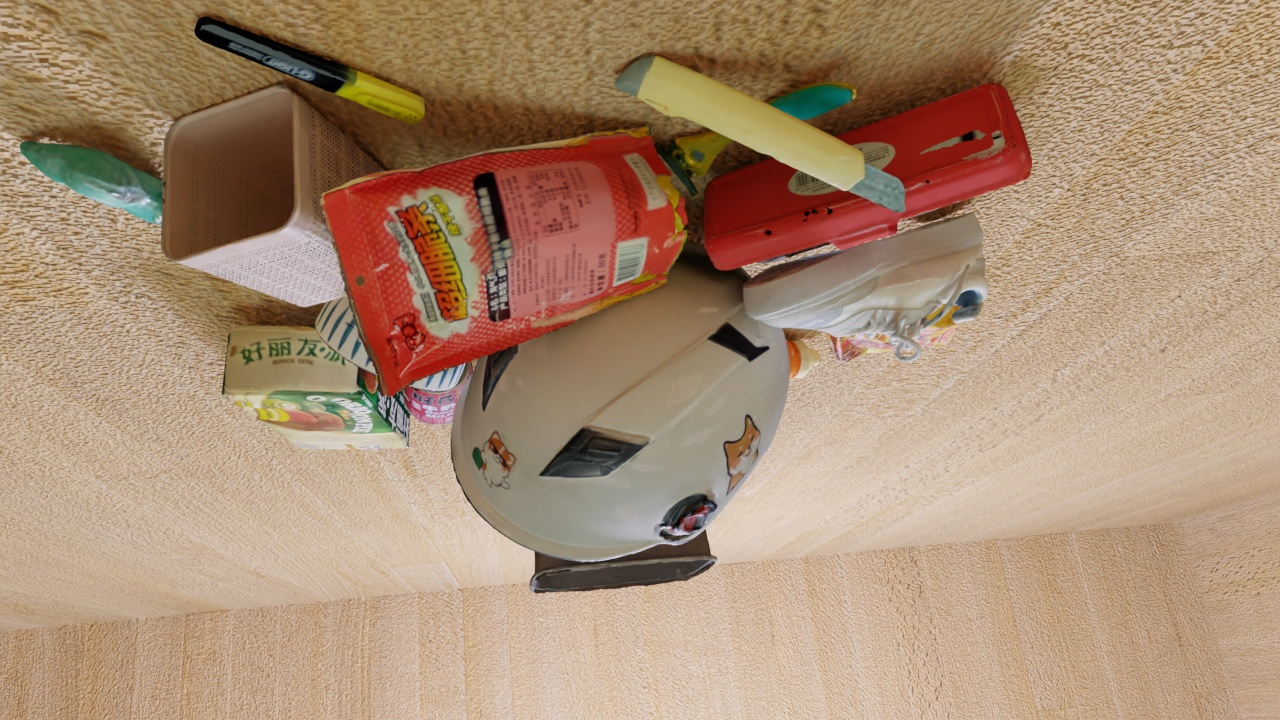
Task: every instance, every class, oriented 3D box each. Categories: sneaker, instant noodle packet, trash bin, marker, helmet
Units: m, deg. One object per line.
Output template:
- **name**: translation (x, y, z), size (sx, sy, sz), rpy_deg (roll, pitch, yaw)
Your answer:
- **sneaker**: translation (0.171, -0.043, 0.668), size (0.241, 0.091, 0.090), rpy_deg (-17, -176, -36)
- **instant noodle packet**: translation (0.250, -0.034, 0.902), size (0.128, 0.044, 0.111), rpy_deg (-9, 164, 6)
- **trash bin**: translation (-0.035, 0.141, 1.040), size (0.198, 0.219, 0.199), rpy_deg (-4, 161, -10)
- **marker**: translation (-0.171, -0.152, 0.488), size (0.124, 0.015, 0.018), rpy_deg (13, 150, -39)
- **helmet**: translation (-0.004, 0.004, 0.671), size (0.273, 0.230, 0.157), rpy_deg (-29, 152, -31)

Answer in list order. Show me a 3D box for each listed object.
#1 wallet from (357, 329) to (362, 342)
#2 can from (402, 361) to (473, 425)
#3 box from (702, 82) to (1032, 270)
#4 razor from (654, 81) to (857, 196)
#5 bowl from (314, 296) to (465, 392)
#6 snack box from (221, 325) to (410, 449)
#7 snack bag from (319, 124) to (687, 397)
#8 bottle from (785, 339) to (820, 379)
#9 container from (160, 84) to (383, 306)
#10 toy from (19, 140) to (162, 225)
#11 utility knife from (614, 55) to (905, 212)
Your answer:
- **wallet**: translation (-0.125, -0.063, 0.614), size (0.130, 0.106, 0.037), rpy_deg (-7, 157, 3)
- **can**: translation (-0.194, 0.018, 0.874), size (0.066, 0.066, 0.094), rpy_deg (-2, 160, -13)
- **box**: translation (0.148, -0.099, 0.599), size (0.201, 0.094, 0.100), rpy_deg (-16, 139, 23)
- **razor**: translation (0.072, -0.143, 0.566), size (0.133, 0.028, 0.043), rpy_deg (-17, 130, 36)
- **bowl**: translation (-0.182, -0.033, 0.706), size (0.116, 0.116, 0.066), rpy_deg (15, 108, -46)
- **snack box**: translation (-0.290, 0.033, 0.856), size (0.114, 0.063, 0.240), rpy_deg (0, 163, -4)
- **snack bag**: translation (-0.074, -0.068, 0.551), size (0.207, 0.129, 0.073), rpy_deg (-20, -151, -25)
- **bottle**: translation (0.122, 0.001, 0.942), size (0.149, 0.066, 0.067), rpy_deg (-4, 161, -28)
- **container**: translation (-0.207, -0.090, 0.548), size (0.090, 0.090, 0.111), rpy_deg (-13, 162, 16)
- **toy**: translation (-0.301, -0.100, 0.547), size (0.096, 0.030, 0.092), rpy_deg (24, -179, 20)
- **utility knife**: translation (0.072, -0.128, 0.522), size (0.182, 0.019, 0.031), rpy_deg (27, 126, 0)
